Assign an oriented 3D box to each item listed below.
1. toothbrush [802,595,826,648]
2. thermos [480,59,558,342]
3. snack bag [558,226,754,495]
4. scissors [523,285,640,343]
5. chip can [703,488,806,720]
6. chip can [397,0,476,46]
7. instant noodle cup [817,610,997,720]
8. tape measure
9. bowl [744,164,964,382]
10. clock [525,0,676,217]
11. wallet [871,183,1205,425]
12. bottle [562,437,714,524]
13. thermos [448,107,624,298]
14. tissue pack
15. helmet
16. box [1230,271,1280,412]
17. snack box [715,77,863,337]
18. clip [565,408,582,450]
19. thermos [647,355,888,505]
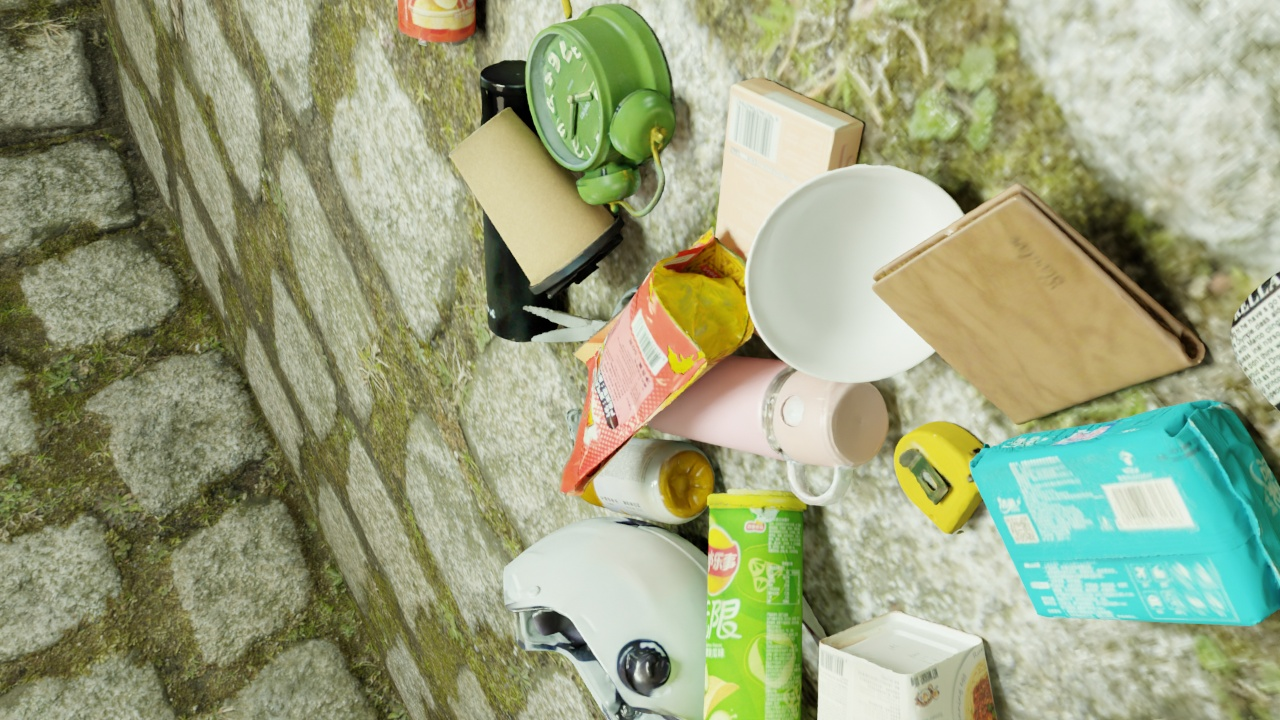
[{"bbox_3d":[0.142,0.228,0.700,0.187,0.017,0.016,59,148,13],"label":"toothbrush"},{"bbox_3d":[-0.106,-0.140,0.817,0.089,0.068,0.243,-100,12,-54],"label":"thermos"},{"bbox_3d":[-0.004,0.004,0.640,0.208,0.073,0.128,-45,35,51],"label":"snack bag"},{"bbox_3d":[-0.032,-0.029,0.773,0.165,0.014,0.163,45,135,15],"label":"scissors"},{"bbox_3d":[0.079,0.203,0.643,0.073,0.072,0.221,-17,67,60],"label":"chip can"},{"bbox_3d":[-0.168,-0.372,0.745,0.073,0.073,0.217,46,145,33],"label":"chip can"},{"bbox_3d":[0.169,0.236,0.582,0.117,0.116,0.124,3,101,57],"label":"instant noodle cup"},{"bbox_3d":[0.173,0.065,0.532,0.057,0.028,0.060,48,144,31],"label":"tape measure"},{"bbox_3d":[0.114,-0.054,0.499,0.064,0.118,0.118,-86,-11,-66],"label":"bowl"},{"bbox_3d":[-0.026,-0.178,0.660,0.161,0.056,0.116,60,150,12],"label":"clock"},{"bbox_3d":[0.179,-0.021,0.431,0.115,0.020,0.101,39,149,-7],"label":"wallet"},{"bbox_3d":[-0.011,0.101,0.809,0.190,0.067,0.068,-4,106,58],"label":"bottle"},{"bbox_3d":[-0.081,-0.121,0.720,0.143,0.092,0.093,51,152,-13],"label":"thermos"},{"bbox_3d":[0.226,0.074,0.433,0.134,0.050,0.093,-26,89,60],"label":"tissue pack"},{"bbox_3d":[0.012,0.228,0.772,0.259,0.145,0.229,34,156,18],"label":"helmet"},{"bbox_3d":[0.288,0.028,0.322,0.164,0.051,0.069,52,136,22],"label":"box"},{"bbox_3d":[0.085,-0.087,0.573,0.084,0.026,0.157,39,140,38],"label":"snack box"},{"bbox_3d":[-0.060,0.076,0.916,0.038,0.026,0.058,5,110,65],"label":"clip"},{"bbox_3d":[0.075,0.040,0.626,0.199,0.067,0.087,9,90,56],"label":"thermos"}]
